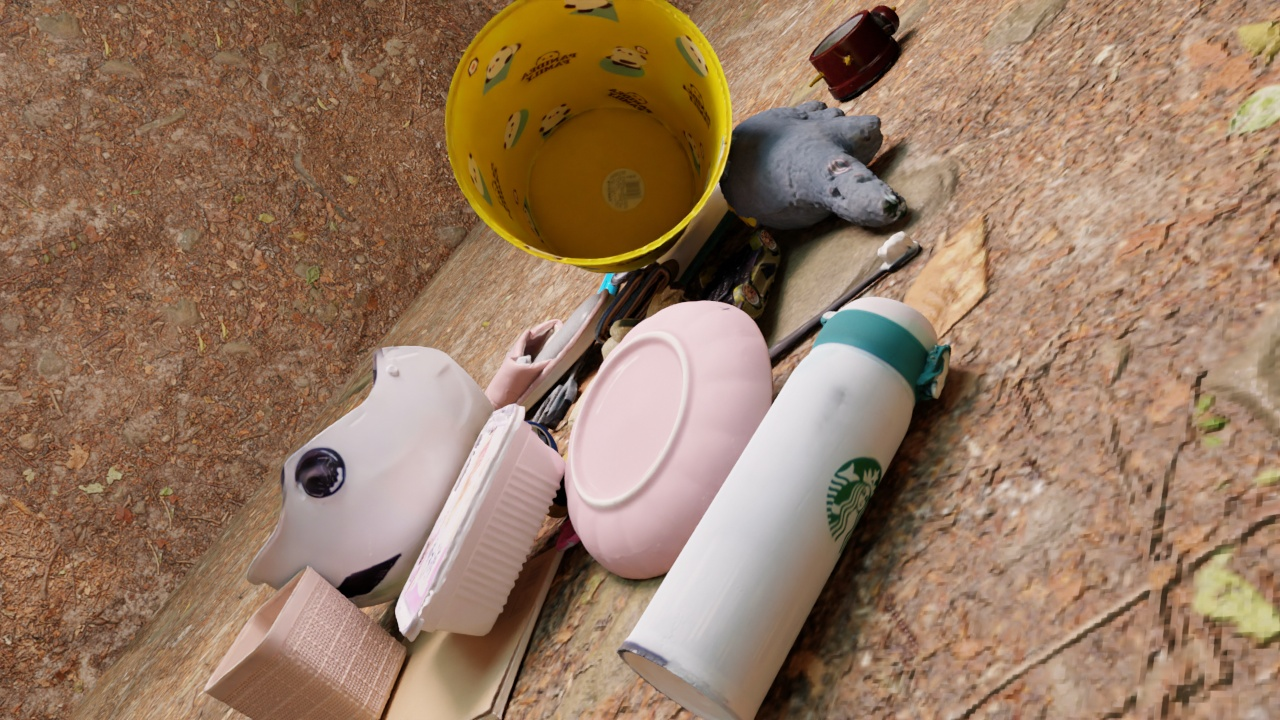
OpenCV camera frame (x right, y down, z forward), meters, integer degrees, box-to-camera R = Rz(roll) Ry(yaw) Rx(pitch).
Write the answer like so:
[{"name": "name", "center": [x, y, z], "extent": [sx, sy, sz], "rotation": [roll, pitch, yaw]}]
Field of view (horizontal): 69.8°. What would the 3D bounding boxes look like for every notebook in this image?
[{"name": "notebook", "center": [-0.146, 0.229, 0.692], "extent": [0.212, 0.012, 0.149], "rotation": [-35, 20, 34]}, {"name": "notebook", "center": [0.039, -0.115, 0.974], "extent": [0.209, 0.012, 0.150], "rotation": [-55, 20, -6]}]

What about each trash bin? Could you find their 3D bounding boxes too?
[{"name": "trash bin", "center": [-0.037, -0.185, 0.853], "extent": [0.229, 0.229, 0.255], "rotation": [-47, -3, 0]}]

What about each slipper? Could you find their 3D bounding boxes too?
[{"name": "slipper", "center": [-0.121, 0.003, 1.022], "extent": [0.275, 0.054, 0.113], "rotation": [-40, 16, 40]}]

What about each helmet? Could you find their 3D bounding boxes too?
[{"name": "helmet", "center": [-0.213, 0.125, 0.827], "extent": [0.258, 0.146, 0.229], "rotation": [-57, -4, -18]}]

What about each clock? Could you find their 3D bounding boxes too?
[{"name": "clock", "center": [0.226, -0.326, 0.957], "extent": [0.121, 0.055, 0.082], "rotation": [-54, 19, -27]}]

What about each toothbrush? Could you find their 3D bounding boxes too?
[{"name": "toothbrush", "center": [0.115, -0.026, 0.635], "extent": [0.181, 0.018, 0.015], "rotation": [-41, 21, 22]}]

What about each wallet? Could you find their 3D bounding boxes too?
[{"name": "wallet", "center": [-0.001, -0.059, 0.867], "extent": [0.090, 0.033, 0.115], "rotation": [-49, 0, 14]}]

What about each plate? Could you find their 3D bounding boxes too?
[{"name": "plate", "center": [0.004, 0.043, 0.598], "extent": [0.193, 0.039, 0.192], "rotation": [-36, 40, 38]}]

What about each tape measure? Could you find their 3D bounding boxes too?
[{"name": "tape measure", "center": [-0.100, 0.083, 0.830], "extent": [0.025, 0.054, 0.058], "rotation": [-33, 55, 30]}]

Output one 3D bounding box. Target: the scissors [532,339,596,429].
[{"name": "scissors", "center": [-0.061, 0.006, 0.957], "extent": [0.173, 0.014, 0.142], "rotation": [-51, 16, 1]}]

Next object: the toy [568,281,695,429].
[{"name": "toy", "center": [-0.005, 0.005, 0.785], "extent": [0.157, 0.066, 0.105], "rotation": [-52, -24, -4]}]

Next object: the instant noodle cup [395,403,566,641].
[{"name": "instant noodle cup", "center": [-0.113, 0.123, 0.675], "extent": [0.173, 0.060, 0.138], "rotation": [-67, 14, -12]}]

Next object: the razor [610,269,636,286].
[{"name": "razor", "center": [0.021, -0.133, 1.067], "extent": [0.143, 0.022, 0.042], "rotation": [-42, 47, 6]}]

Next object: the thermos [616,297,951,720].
[{"name": "thermos", "center": [0.079, 0.064, 0.446], "extent": [0.223, 0.073, 0.073], "rotation": [-54, 19, -24]}]

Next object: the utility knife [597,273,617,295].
[{"name": "utility knife", "center": [-0.040, -0.089, 1.122], "extent": [0.034, 0.018, 0.202], "rotation": [-38, 18, 28]}]

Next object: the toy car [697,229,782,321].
[{"name": "toy car", "center": [0.074, -0.050, 0.735], "extent": [0.070, 0.042, 0.157], "rotation": [-34, 17, 35]}]

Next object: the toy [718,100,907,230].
[{"name": "toy", "center": [0.136, -0.171, 0.800], "extent": [0.138, 0.091, 0.355], "rotation": [-17, 24, 6]}]

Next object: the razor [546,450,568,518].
[{"name": "razor", "center": [-0.021, 0.059, 0.708], "extent": [0.168, 0.062, 0.067], "rotation": [-47, 4, 17]}]

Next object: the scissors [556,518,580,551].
[{"name": "scissors", "center": [-0.008, 0.092, 0.669], "extent": [0.135, 0.017, 0.064], "rotation": [-38, 9, 12]}]

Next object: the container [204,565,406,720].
[{"name": "container", "center": [-0.257, 0.241, 0.721], "extent": [0.090, 0.111, 0.090], "rotation": [-40, 18, 22]}]
